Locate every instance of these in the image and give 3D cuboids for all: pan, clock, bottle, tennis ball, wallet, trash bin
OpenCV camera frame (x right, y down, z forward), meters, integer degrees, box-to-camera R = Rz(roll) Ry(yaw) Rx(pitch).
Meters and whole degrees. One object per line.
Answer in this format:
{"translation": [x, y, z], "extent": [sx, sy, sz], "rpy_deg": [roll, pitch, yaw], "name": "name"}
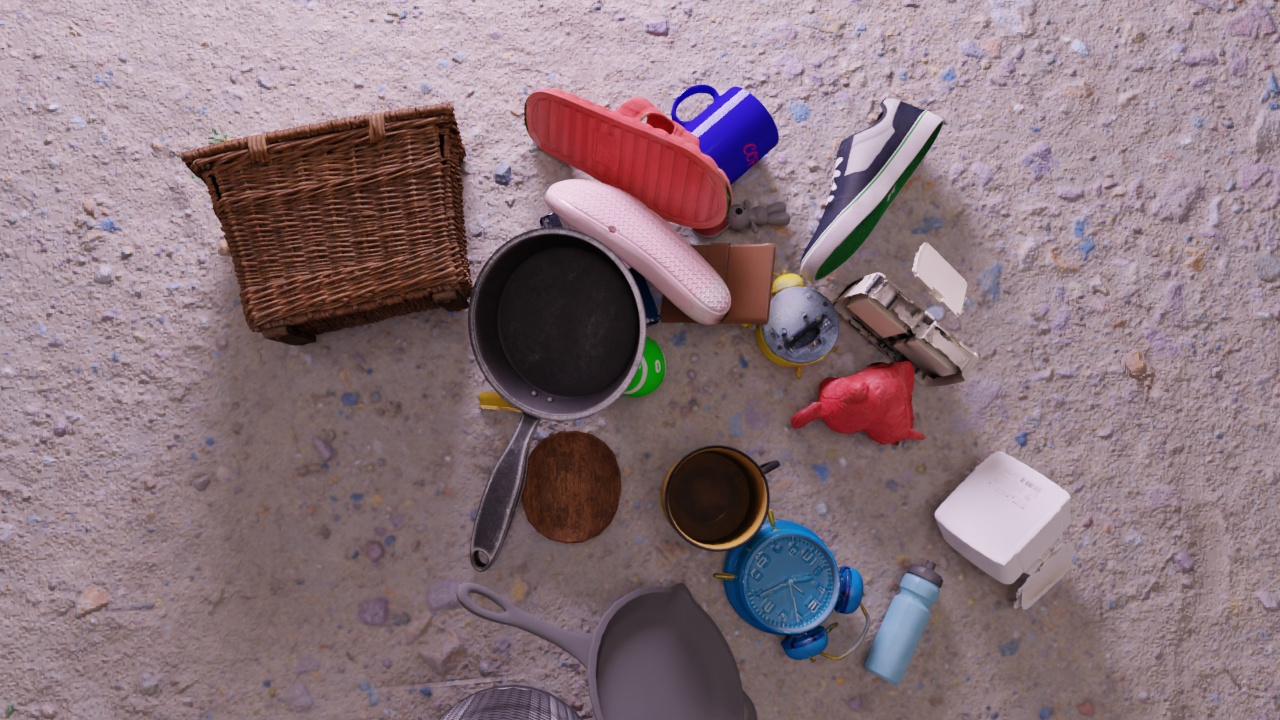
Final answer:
{"translation": [-0.025, 0.287, 0.858], "extent": [0.354, 0.024, 0.216], "rpy_deg": [33, 45, -25], "name": "pan"}
{"translation": [0.156, -0.044, 0.974], "extent": [0.083, 0.057, 0.118], "rpy_deg": [-37, 87, -8], "name": "clock"}
{"translation": [-0.106, 0.044, 0.911], "extent": [0.187, 0.055, 0.357], "rpy_deg": [21, 104, 16], "name": "pan"}
{"translation": [0.275, 0.267, 0.949], "extent": [0.040, 0.040, 0.130], "rpy_deg": [28, 81, 0], "name": "bottle"}
{"translation": [0.161, 0.234, 0.935], "extent": [0.161, 0.060, 0.116], "rpy_deg": [39, 81, 0], "name": "clock"}
{"translation": [-0.006, 0.006, 0.950], "extent": [0.065, 0.065, 0.065], "rpy_deg": [1, 82, -5], "name": "tennis ball"}
{"translation": [0.081, -0.081, 0.970], "extent": [0.121, 0.013, 0.087], "rpy_deg": [2, 80, 25], "name": "wallet"}
{"translation": [-0.122, 0.405, 0.804], "extent": [0.217, 0.227, 0.217], "rpy_deg": [1, 82, -5], "name": "trash bin"}

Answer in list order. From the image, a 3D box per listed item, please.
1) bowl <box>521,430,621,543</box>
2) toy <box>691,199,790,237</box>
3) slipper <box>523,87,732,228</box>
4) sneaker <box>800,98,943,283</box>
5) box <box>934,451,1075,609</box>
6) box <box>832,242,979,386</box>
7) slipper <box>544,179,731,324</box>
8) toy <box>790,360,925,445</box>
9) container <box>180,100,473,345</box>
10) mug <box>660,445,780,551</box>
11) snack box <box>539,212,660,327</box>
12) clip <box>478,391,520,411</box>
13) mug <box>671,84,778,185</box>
{"translation": [-0.070, 0.130, 0.947], "extent": [0.102, 0.026, 0.114], "rpy_deg": [5, 84, 1], "name": "bowl"}
{"translation": [0.107, -0.156, 0.999], "extent": [0.111, 0.030, 0.049], "rpy_deg": [-6, 54, -8], "name": "toy"}
{"translation": [-0.007, -0.225, 0.964], "extent": [0.249, 0.104, 0.059], "rpy_deg": [29, 51, 13], "name": "slipper"}
{"translation": [0.230, -0.187, 0.993], "extent": [0.079, 0.084, 0.235], "rpy_deg": [35, 77, 15], "name": "sneaker"}
{"translation": [0.395, 0.190, 0.961], "extent": [0.109, 0.136, 0.121], "rpy_deg": [-44, 45, -8], "name": "box"}
{"translation": [0.294, -0.049, 0.919], "extent": [0.143, 0.186, 0.070], "rpy_deg": [39, 80, -5], "name": "box"}
{"translation": [-0.001, -0.112, 0.934], "extent": [0.221, 0.106, 0.056], "rpy_deg": [38, 125, 1], "name": "slipper"}
{"translation": [0.227, 0.060, 0.957], "extent": [0.133, 0.088, 0.094], "rpy_deg": [-17, 95, -6], "name": "toy"}
{"translation": [-0.284, -0.124, 0.904], "extent": [0.250, 0.162, 0.183], "rpy_deg": [-12, 88, -6], "name": "container"}
{"translation": [0.082, 0.132, 0.925], "extent": [0.123, 0.094, 0.100], "rpy_deg": [-27, 85, -6], "name": "mug"}
{"translation": [-0.043, -0.096, 0.981], "extent": [0.082, 0.027, 0.150], "rpy_deg": [-20, 85, -9], "name": "snack box"}
{"translation": [-0.141, 0.032, 0.962], "extent": [0.054, 0.045, 0.049], "rpy_deg": [4, 40, -3], "name": "clip"}
{"translation": [0.080, -0.247, 0.986], "extent": [0.083, 0.079, 0.111], "rpy_deg": [-42, 81, -9], "name": "mug"}
